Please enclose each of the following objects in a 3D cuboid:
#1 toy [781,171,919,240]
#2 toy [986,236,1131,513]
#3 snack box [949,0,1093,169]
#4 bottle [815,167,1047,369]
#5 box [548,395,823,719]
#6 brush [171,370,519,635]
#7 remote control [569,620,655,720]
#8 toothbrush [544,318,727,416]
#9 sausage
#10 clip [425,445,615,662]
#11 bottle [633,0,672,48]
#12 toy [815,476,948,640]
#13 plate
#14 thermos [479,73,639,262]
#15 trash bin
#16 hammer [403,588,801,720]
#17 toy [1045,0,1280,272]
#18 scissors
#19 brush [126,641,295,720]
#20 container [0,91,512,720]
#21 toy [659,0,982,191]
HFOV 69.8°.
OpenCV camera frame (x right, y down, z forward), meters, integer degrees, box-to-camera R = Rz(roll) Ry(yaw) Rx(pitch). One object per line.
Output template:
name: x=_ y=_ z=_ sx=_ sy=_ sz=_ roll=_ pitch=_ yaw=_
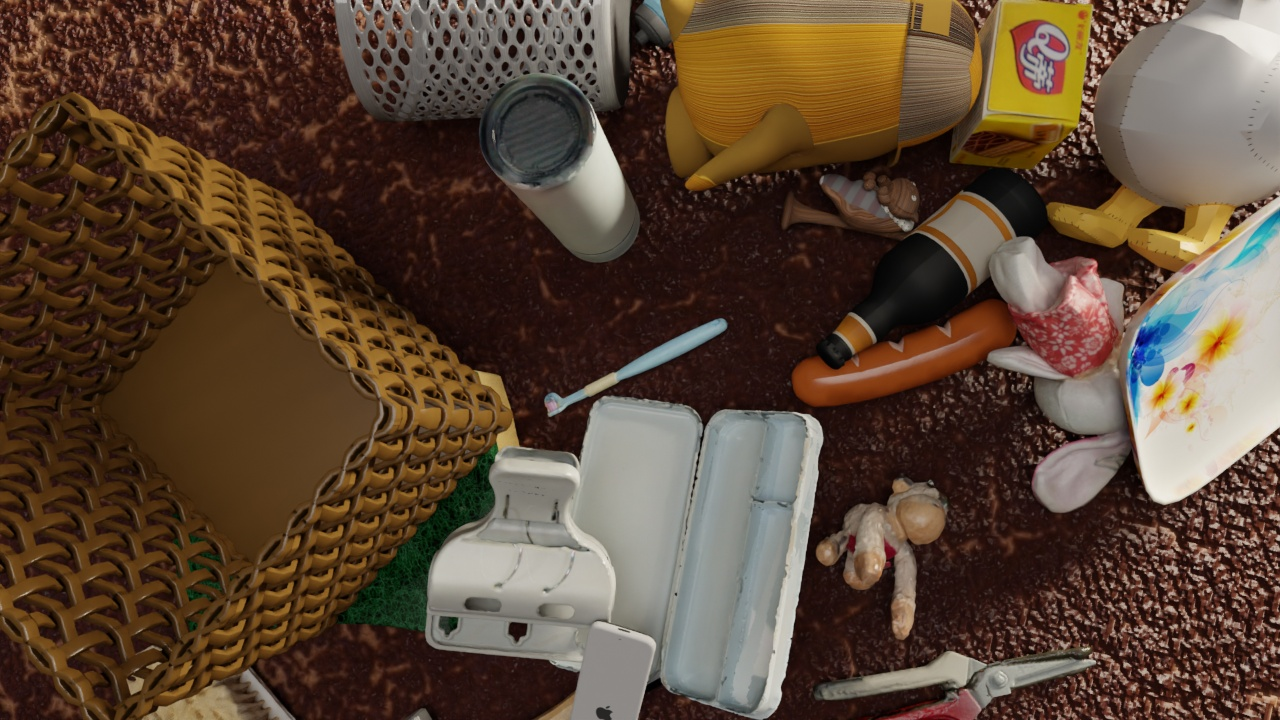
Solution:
toy: x=0.159 y=-0.113 z=0.672 sx=0.102 sy=0.055 sz=0.041 roll=13 pitch=49 yaw=3
toy: x=0.299 y=0.002 z=0.620 sx=0.159 sy=0.084 sz=0.194 roll=-42 pitch=108 yaw=2
snack box: x=0.259 y=-0.187 z=0.633 sx=0.061 sy=0.105 sz=0.083 roll=8 pitch=87 yaw=8
bottle: x=0.198 y=-0.058 z=0.644 sx=0.181 sy=0.059 sz=0.059 roll=-39 pitch=82 yaw=-5
box: x=0.029 y=0.131 z=0.654 sx=0.193 sy=0.061 sz=0.209 roll=1 pitch=72 yaw=32
brush: x=-0.218 y=0.112 z=0.697 sx=0.250 sy=0.075 sz=0.195 roll=-4 pitch=86 yaw=8
remote control: x=-0.024 y=0.240 z=0.628 sx=0.045 sy=0.008 sz=0.147 roll=15 pitch=115 yaw=7
toothbrush: x=-0.004 y=0.004 z=0.704 sx=0.155 sy=0.016 sz=0.022 roll=-26 pitch=46 yaw=6
sausage: x=0.191 y=-0.001 z=0.665 sx=0.164 sy=0.039 sz=0.044 roll=-18 pitch=77 yaw=6
clip: x=-0.077 y=0.132 z=0.616 sx=0.124 sy=0.074 sz=0.144 roll=7 pitch=97 yaw=-7
bottle: x=0.045 y=-0.290 z=0.703 sx=0.130 sy=0.040 sz=0.040 roll=-43 pitch=82 yaw=3
toy: x=0.183 y=0.129 z=0.650 sx=0.105 sy=0.074 sz=0.085 roll=-46 pitch=114 yaw=-17
plate: x=0.381 y=-0.009 z=0.590 sx=0.187 sy=0.016 sz=0.187 roll=-35 pitch=125 yaw=-6
thermos: x=-0.044 y=-0.116 z=0.609 sx=0.068 sy=0.230 sz=0.068 roll=-1 pitch=85 yaw=7
trash bin: x=-0.103 y=-0.254 z=0.666 sx=0.183 sy=0.156 sz=0.156 roll=1 pitch=86 yaw=5
hammer: x=-0.027 y=0.247 z=0.683 sx=0.328 sy=0.039 sz=0.131 roll=-35 pitch=84 yaw=4
toy: x=0.378 y=-0.189 z=0.587 sx=0.246 sy=0.141 sz=0.268 roll=14 pitch=106 yaw=-28
scissors: x=0.224 y=0.241 z=0.658 sx=0.188 sy=0.015 sz=0.146 roll=19 pitch=88 yaw=9
brush: x=-0.288 y=0.323 z=0.703 sx=0.083 sy=0.056 sz=0.271 roll=-43 pitch=82 yaw=2
container: x=-0.261 y=0.029 z=0.560 sx=0.251 sy=0.214 sz=0.219 roll=42 pitch=92 yaw=8
toy: x=0.127 y=-0.195 z=0.632 sx=0.203 sy=0.162 sz=0.198 roll=4 pitch=64 yaw=19
